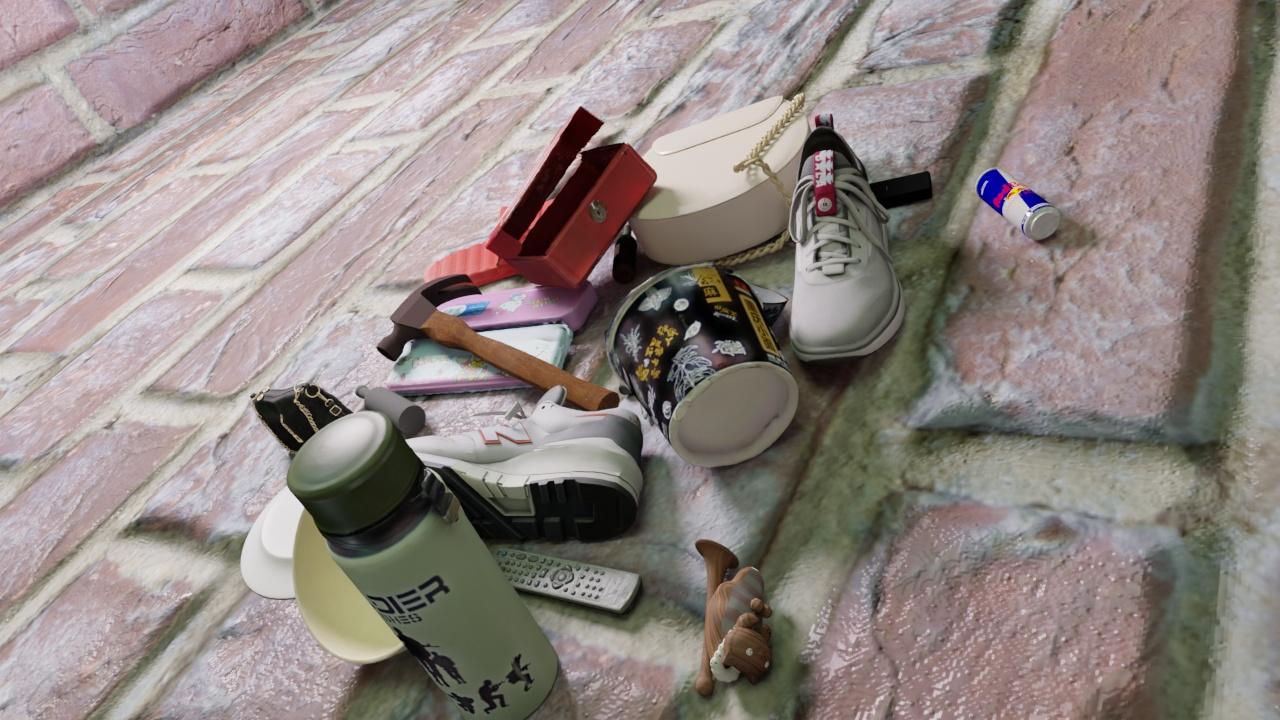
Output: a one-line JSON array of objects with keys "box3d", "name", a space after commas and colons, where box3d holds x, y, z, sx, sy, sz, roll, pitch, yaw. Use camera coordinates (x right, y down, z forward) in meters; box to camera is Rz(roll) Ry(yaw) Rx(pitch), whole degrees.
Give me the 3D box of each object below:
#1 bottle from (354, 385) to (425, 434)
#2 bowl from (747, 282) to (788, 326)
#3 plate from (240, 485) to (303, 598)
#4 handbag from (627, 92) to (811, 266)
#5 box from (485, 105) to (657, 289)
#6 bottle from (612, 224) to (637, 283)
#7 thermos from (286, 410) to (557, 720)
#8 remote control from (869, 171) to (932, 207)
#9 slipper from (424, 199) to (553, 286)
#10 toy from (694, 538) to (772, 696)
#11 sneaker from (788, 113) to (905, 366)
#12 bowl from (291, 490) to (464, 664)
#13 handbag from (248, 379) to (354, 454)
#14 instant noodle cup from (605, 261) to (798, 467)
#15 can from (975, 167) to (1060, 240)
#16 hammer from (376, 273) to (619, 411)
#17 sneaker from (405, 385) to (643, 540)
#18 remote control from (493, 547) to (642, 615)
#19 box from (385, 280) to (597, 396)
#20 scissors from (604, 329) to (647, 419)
[{"box3d": [-0.260, 0.045, 0.935, 0.113, 0.030, 0.030, 19, 53, 45], "name": "bottle"}, {"box3d": [0.071, -0.044, 0.821, 0.114, 0.045, 0.114, 10, 14, -3], "name": "bowl"}, {"box3d": [-0.285, 0.135, 0.844, 0.189, 0.016, 0.188, -16, 35, 12], "name": "plate"}, {"box3d": [0.083, -0.196, 0.974, 0.211, 0.103, 0.208, -14, 37, 22], "name": "handbag"}, {"box3d": [-0.075, -0.159, 0.955, 0.157, 0.110, 0.134, -59, 18, -10], "name": "box"}, {"box3d": [-0.016, -0.122, 1.014, 0.025, 0.025, 0.105, -15, 36, 14], "name": "bottle"}, {"box3d": [-0.126, 0.132, 0.564, 0.082, 0.231, 0.082, -16, 35, 11], "name": "thermos"}, {"box3d": [0.219, -0.163, 0.937, 0.150, 0.013, 0.034, -9, 37, 22], "name": "remote control"}, {"box3d": [-0.156, -0.148, 1.103, 0.249, 0.059, 0.103, -19, 35, 10], "name": "slipper"}, {"box3d": [0.059, 0.161, 0.584, 0.055, 0.041, 0.101, -28, 36, 36], "name": "toy"}, {"box3d": [0.168, -0.107, 0.794, 0.097, 0.129, 0.262, -9, 39, 22], "name": "sneaker"}, {"box3d": [-0.182, 0.147, 0.691, 0.151, 0.075, 0.150, -6, 78, 31], "name": "bowl"}, {"box3d": [-0.339, 0.053, 0.924, 0.129, 0.079, 0.054, -8, 40, 37], "name": "handbag"}, {"box3d": [0.055, 0.010, 0.716, 0.137, 0.137, 0.112, -26, 44, -2], "name": "instant noodle cup"}, {"box3d": [0.336, -0.140, 0.820, 0.032, 0.032, 0.095, -22, 35, 3], "name": "can"}, {"box3d": [-0.141, -0.008, 0.899, 0.323, 0.033, 0.115, 23, 67, 40], "name": "hammer"}, {"box3d": [-0.099, 0.078, 0.758, 0.240, 0.089, 0.124, 3, 38, 21], "name": "sneaker"}, {"box3d": [-0.060, 0.161, 0.675, 0.137, 0.013, 0.033, 3, 44, 34], "name": "remote control"}, {"box3d": [-0.158, -0.023, 0.969, 0.215, 0.035, 0.150, -5, 43, 26], "name": "box"}, {"box3d": [0.001, 0.000, 0.849, 0.124, 0.019, 0.147, 5, 46, 35], "name": "scissors"}]
